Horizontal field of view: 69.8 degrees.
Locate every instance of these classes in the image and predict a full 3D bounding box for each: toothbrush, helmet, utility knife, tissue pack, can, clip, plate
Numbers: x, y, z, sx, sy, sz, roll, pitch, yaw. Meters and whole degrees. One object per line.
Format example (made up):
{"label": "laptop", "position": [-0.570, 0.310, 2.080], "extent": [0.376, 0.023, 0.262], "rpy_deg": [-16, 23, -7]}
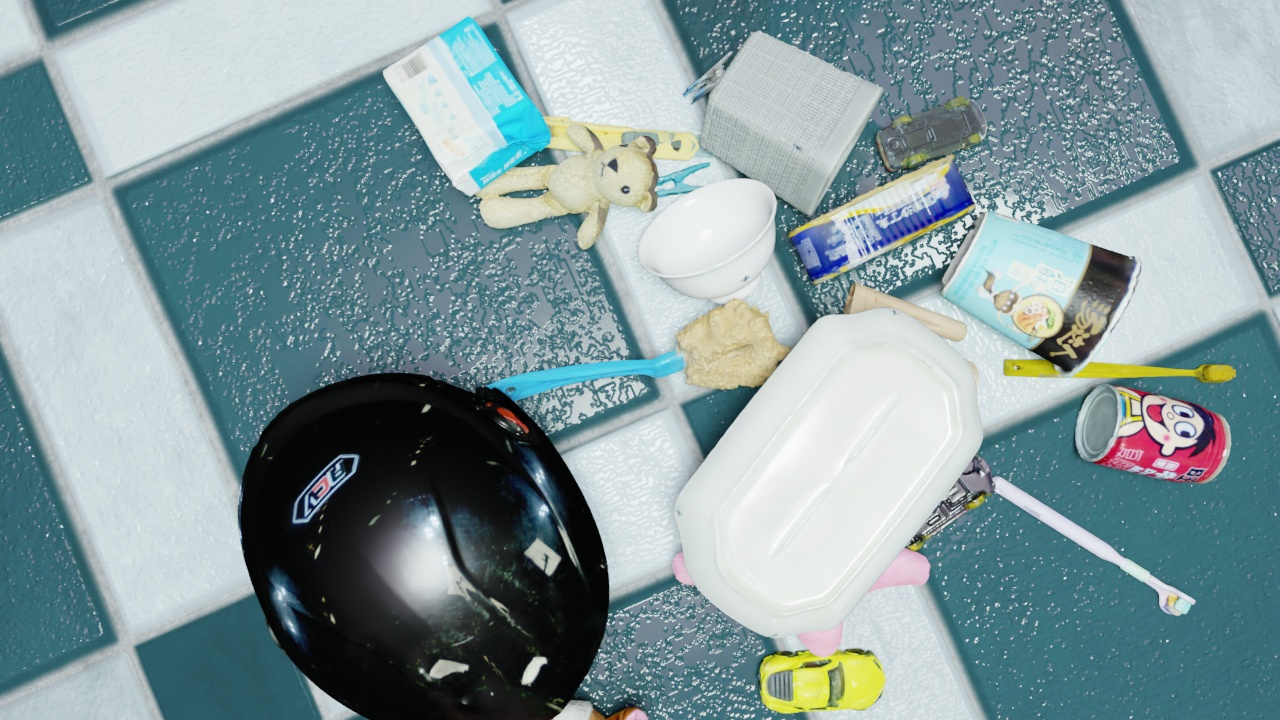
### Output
{"label": "toothbrush", "position": [0.372, 0.153, 0.766], "extent": [0.189, 0.029, 0.021], "rpy_deg": [33, 47, 3]}
{"label": "helmet", "position": [-0.149, 0.142, 0.661], "extent": [0.233, 0.230, 0.274], "rpy_deg": [-45, 127, -2]}
{"label": "utility knife", "position": [0.003, -0.188, 0.785], "extent": [0.207, 0.021, 0.031], "rpy_deg": [5, 87, -5]}
{"label": "tissue pack", "position": [-0.140, -0.207, 0.746], "extent": [0.090, 0.063, 0.140], "rpy_deg": [-33, 67, -1]}
{"label": "can", "position": [0.415, 0.061, 0.745], "extent": [0.094, 0.066, 0.066], "rpy_deg": [13, 87, 0]}
{"label": "toothbrush", "position": [0.403, 0.008, 0.772], "extent": [0.190, 0.016, 0.015], "rpy_deg": [2, 87, 0]}
{"label": "can", "position": [0.197, -0.114, 0.749], "extent": [0.148, 0.074, 0.049], "rpy_deg": [-26, 90, -2]}
{"label": "clip", "position": [0.062, -0.239, 0.781], "extent": [0.057, 0.025, 0.033], "rpy_deg": [-39, 92, -8]}
{"label": "plate", "position": [0.142, 0.085, 0.679], "extent": [0.162, 0.034, 0.265], "rpy_deg": [39, 91, 0]}
{"label": "clip", "position": [0.035, -0.152, 0.781], "extent": [0.056, 0.014, 0.040], "rpy_deg": [-12, 87, -2]}

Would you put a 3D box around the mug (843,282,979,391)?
{"label": "mug", "position": [0.211, 0.004, 0.748], "extent": [0.103, 0.084, 0.124], "rpy_deg": [19, 61, -1]}

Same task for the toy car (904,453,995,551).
{"label": "toy car", "position": [0.241, 0.115, 0.758], "extent": [0.106, 0.031, 0.049], "rpy_deg": [-38, 88, 9]}

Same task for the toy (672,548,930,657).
{"label": "toy", "position": [0.141, 0.139, 0.736], "extent": [0.194, 0.074, 0.178], "rpy_deg": [27, 95, -2]}

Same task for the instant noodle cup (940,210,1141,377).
{"label": "instant noodle cup", "position": [0.312, -0.060, 0.738], "extent": [0.120, 0.111, 0.111], "rpy_deg": [27, 87, 9]}

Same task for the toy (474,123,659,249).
{"label": "toy", "position": [-0.062, -0.145, 0.755], "extent": [0.157, 0.066, 0.105], "rpy_deg": [-6, 84, 15]}

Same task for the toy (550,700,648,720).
{"label": "toy", "position": [-0.069, 0.356, 0.710], "extent": [0.140, 0.130, 0.199], "rpy_deg": [15, 78, 6]}

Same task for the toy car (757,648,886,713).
{"label": "toy car", "position": [0.150, 0.264, 0.753], "extent": [0.105, 0.032, 0.048], "rpy_deg": [-2, 87, -2]}

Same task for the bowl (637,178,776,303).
{"label": "bowl", "position": [0.064, -0.086, 0.746], "extent": [0.118, 0.118, 0.065], "rpy_deg": [-34, 127, -2]}

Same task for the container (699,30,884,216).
{"label": "container", "position": [0.116, -0.193, 0.739], "extent": [0.114, 0.090, 0.090], "rpy_deg": [31, 74, 6]}

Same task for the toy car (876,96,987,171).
{"label": "toy car", "position": [0.245, -0.189, 0.772], "extent": [0.090, 0.035, 0.042], "rpy_deg": [-20, 89, -1]}

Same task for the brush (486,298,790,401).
{"label": "brush", "position": [-0.004, 0.004, 0.755], "extent": [0.255, 0.083, 0.045], "rpy_deg": [-11, 44, 7]}
